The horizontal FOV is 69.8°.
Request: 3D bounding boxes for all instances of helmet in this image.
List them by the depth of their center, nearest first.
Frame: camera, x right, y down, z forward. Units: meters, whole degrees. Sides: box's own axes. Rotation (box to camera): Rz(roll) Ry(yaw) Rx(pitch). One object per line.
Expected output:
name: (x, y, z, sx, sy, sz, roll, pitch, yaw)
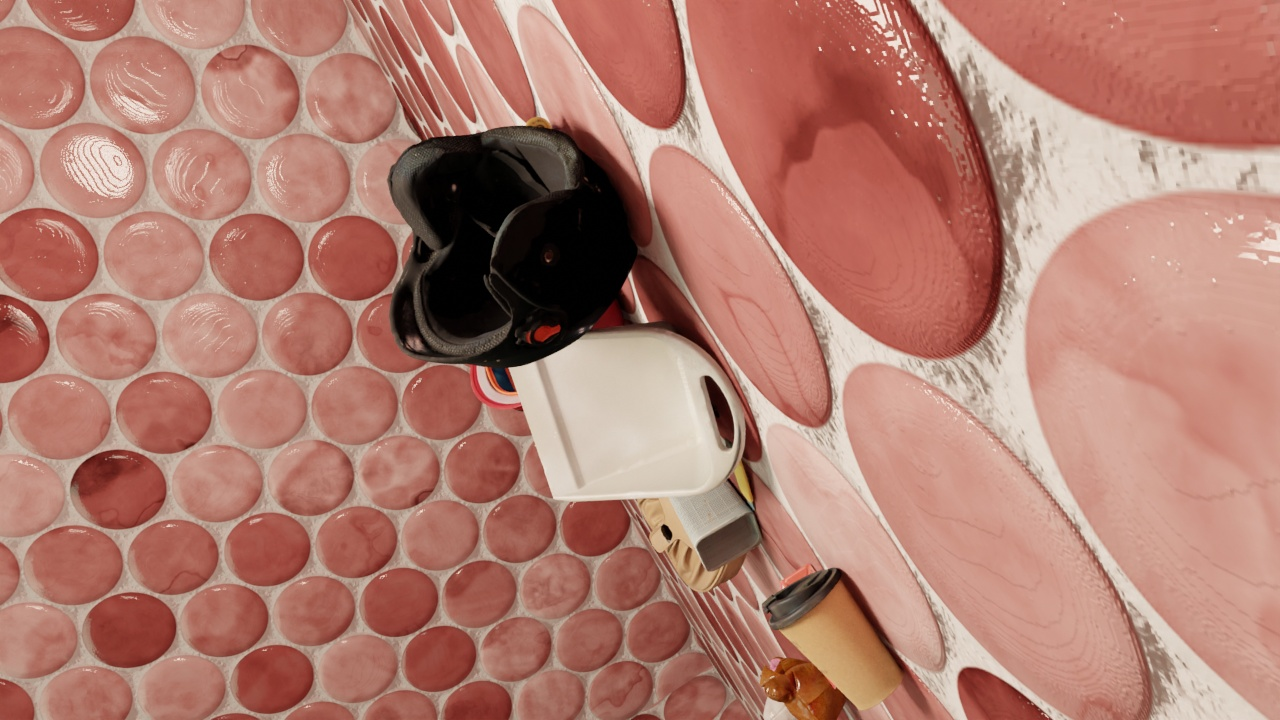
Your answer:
helmet: (-0.134, -0.107, 0.960, 0.230, 0.275, 0.233, 28, -172, -48)
helmet: (-0.117, -0.025, 1.298, 0.143, 0.240, 0.207, 24, -158, -45)

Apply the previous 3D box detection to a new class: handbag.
handbag: (0.073, 0.242, 1.383, 0.204, 0.099, 0.148, 55, 139, 22)

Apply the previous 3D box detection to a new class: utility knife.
utility knife: (0.124, 0.148, 1.135, 0.031, 0.020, 0.196, 58, 171, 33)

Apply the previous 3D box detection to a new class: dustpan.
dustpan: (-0.016, 0.063, 1.033, 0.142, 0.258, 0.223, -85, -21, -72)

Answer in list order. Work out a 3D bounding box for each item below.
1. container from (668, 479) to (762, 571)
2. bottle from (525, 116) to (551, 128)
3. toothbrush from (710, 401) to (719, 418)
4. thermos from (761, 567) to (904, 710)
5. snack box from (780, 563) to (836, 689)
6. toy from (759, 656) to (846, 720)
container: (0.098, 0.211, 1.264, 0.111, 0.090, 0.090, 57, 173, 43)
bottle: (-0.126, -0.240, 1.097, 0.065, 0.065, 0.219, 59, 171, 1)
toothbrush: (0.050, 0.022, 1.144, 0.189, 0.016, 0.014, 50, 161, 51)
thermos: (0.202, 0.287, 0.955, 0.143, 0.093, 0.093, 51, 170, 6)
snack box: (0.217, 0.318, 1.093, 0.113, 0.044, 0.127, 53, 168, 32)
toy: (0.240, 0.510, 1.382, 0.140, 0.130, 0.199, 52, 180, 9)
